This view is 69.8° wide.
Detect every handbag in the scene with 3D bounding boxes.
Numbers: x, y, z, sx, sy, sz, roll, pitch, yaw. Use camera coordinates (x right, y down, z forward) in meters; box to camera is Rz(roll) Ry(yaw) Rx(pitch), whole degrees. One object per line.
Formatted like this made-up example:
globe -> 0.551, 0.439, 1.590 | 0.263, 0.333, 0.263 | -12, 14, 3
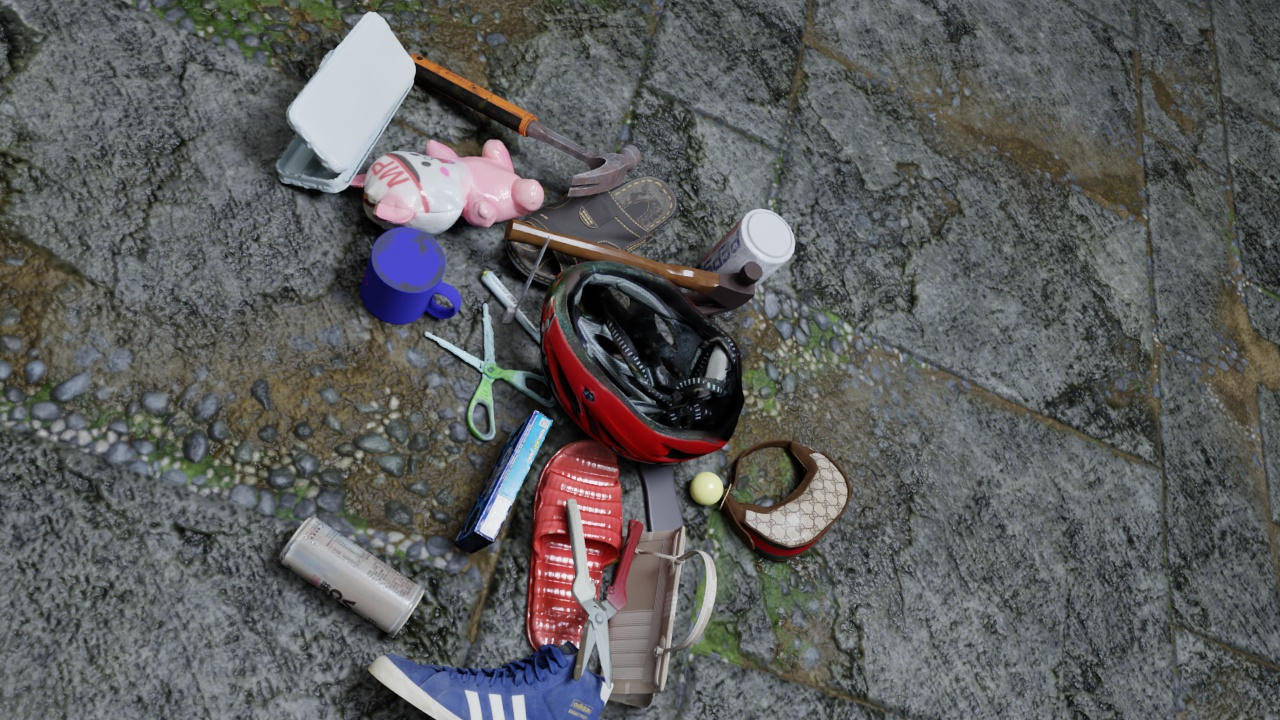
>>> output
handbag -> 0.174, 0.168, 1.139 | 0.166, 0.063, 0.138 | -34, 69, -29
handbag -> 0.028, 0.254, 0.940 | 0.062, 0.198, 0.175 | 19, 61, -17

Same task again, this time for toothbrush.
toothbrush -> -0.130, -0.088, 1.026 | 0.010, 0.182, 0.010 | 6, 60, -20

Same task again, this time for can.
can -> -0.283, 0.211, 0.899 | 0.135, 0.054, 0.054 | 36, 58, -7
can -> 0.135, -0.133, 1.197 | 0.078, 0.136, 0.078 | 10, 64, -21

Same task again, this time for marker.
marker -> -0.141, -0.051, 1.103 | 0.146, 0.017, 0.017 | 48, 57, 1

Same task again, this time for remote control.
remote control -> 0.024, 0.162, 1.091 | 0.046, 0.009, 0.124 | 0, 69, -25

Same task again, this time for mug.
mug -> -0.252, -0.085, 1.026 | 0.111, 0.084, 0.079 | 30, 59, -11

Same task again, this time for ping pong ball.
ping pong ball -> 0.079, 0.154, 1.102 | 0.040, 0.040, 0.040 | 10, 64, -21

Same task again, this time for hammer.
hammer -> -0.007, -0.116, 1.111 | 0.322, 0.116, 0.033 | 13, 62, -24
hammer -> -0.163, -0.296, 1.137 | 0.314, 0.035, 0.137 | 29, 39, 8

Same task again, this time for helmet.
helmet -> -0.006, 0.006, 1.049 | 0.272, 0.167, 0.216 | 40, 43, -13

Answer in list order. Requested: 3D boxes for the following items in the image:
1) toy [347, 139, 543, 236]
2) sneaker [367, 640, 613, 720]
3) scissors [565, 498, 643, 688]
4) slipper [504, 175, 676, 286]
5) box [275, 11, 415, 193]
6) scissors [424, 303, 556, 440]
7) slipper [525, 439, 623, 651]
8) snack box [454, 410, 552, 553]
toy -> -0.232, -0.199, 1.082 | 0.212, 0.084, 0.142 | -15, 50, -34
sneaker -> -0.131, 0.308, 0.895 | 0.233, 0.091, 0.118 | 36, 74, -10
scissors -> -0.041, 0.227, 0.943 | 0.186, 0.015, 0.179 | -25, 74, -44
slipper -> -0.051, -0.177, 1.165 | 0.267, 0.076, 0.113 | -30, 83, -32
box -> -0.341, -0.308, 1.043 | 0.106, 0.125, 0.215 | 14, 60, 8
scissors -> -0.170, 0.013, 1.067 | 0.167, 0.023, 0.171 | 3, 69, -18
slipper -> -0.069, 0.198, 1.004 | 0.103, 0.059, 0.248 | 18, 63, -18
snack box -> -0.146, 0.130, 0.982 | 0.027, 0.082, 0.149 | 30, 58, -12
